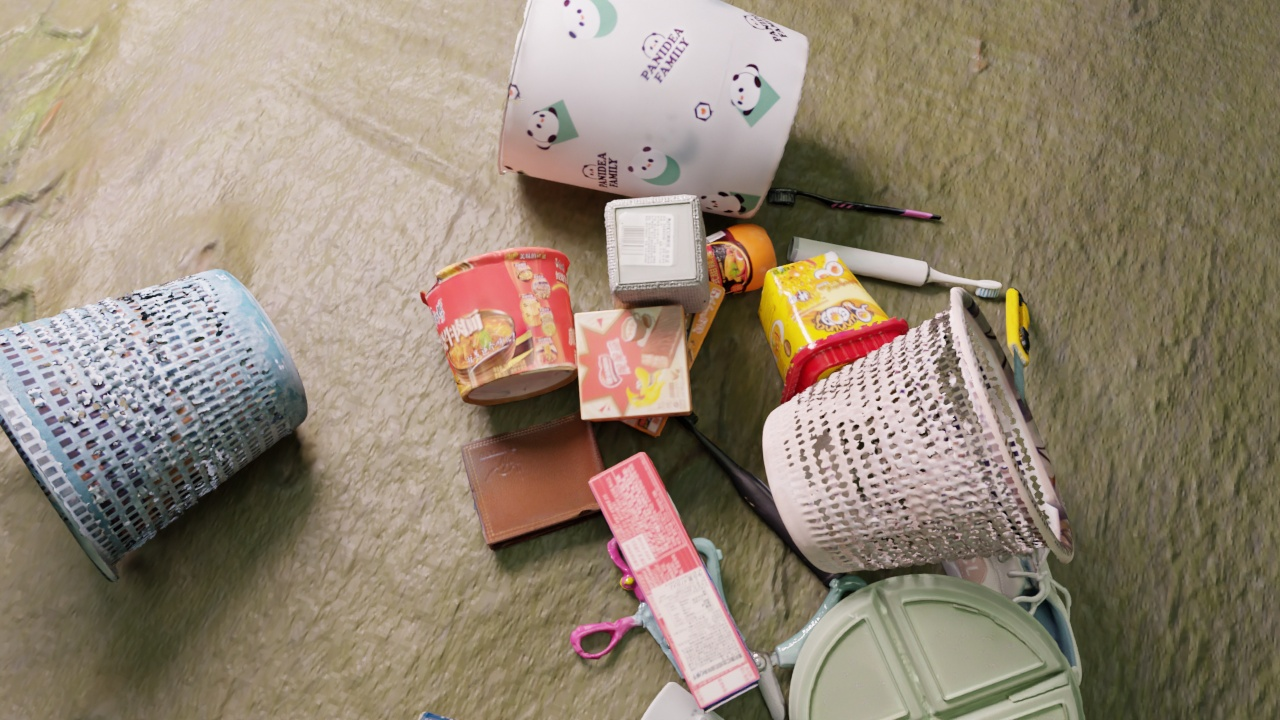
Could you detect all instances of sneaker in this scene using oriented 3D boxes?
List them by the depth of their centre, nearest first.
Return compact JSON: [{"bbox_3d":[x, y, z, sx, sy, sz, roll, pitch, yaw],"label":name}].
[{"bbox_3d":[0.320,0.175,0.802,0.089,0.091,0.242,-6,68,-9],"label":"sneaker"}]

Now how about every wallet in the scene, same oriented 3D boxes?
[{"bbox_3d":[-0.092,0.105,0.826,0.124,0.032,0.101,-15,67,-12],"label":"wallet"}]

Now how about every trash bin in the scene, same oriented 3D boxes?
[{"bbox_3d":[-0.393,0.032,0.745,0.194,0.227,0.226,-32,74,-30],"label":"trash bin"},{"bbox_3d":[0.218,0.079,0.757,0.193,0.227,0.227,-24,67,26],"label":"trash bin"},{"bbox_3d":[0.012,-0.258,0.886,0.252,0.230,0.229,15,67,-4],"label":"trash bin"}]

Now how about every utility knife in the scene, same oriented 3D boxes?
[{"bbox_3d":[0.353,-0.017,0.851,0.033,0.015,0.230,52,32,-10],"label":"utility knife"}]

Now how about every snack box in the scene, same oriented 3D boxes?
[{"bbox_3d":[0.027,0.181,0.764,0.058,0.057,0.207,-27,78,0],"label":"snack box"},{"bbox_3d":[-0.005,0.005,0.807,0.094,0.077,0.092,-4,86,4],"label":"snack box"},{"bbox_3d":[0.015,-0.012,0.860,0.075,0.026,0.153,25,87,5],"label":"snack box"}]

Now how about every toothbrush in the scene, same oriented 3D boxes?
[{"bbox_3d":[0.105,0.120,0.840,0.212,0.026,0.027,46,48,14],"label":"toothbrush"},{"bbox_3d":[0.261,-0.094,0.940,0.221,0.026,0.026,11,33,-1],"label":"toothbrush"},{"bbox_3d":[0.226,-0.162,0.972,0.189,0.014,0.017,8,77,-2],"label":"toothbrush"}]

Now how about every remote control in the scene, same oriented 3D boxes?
[{"bbox_3d":[0.068,0.331,0.753,0.150,0.021,0.058,34,69,10],"label":"remote control"}]

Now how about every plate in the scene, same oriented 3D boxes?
[{"bbox_3d":[0.234,0.288,0.733,0.230,0.027,0.230,-1,86,13],"label":"plate"}]

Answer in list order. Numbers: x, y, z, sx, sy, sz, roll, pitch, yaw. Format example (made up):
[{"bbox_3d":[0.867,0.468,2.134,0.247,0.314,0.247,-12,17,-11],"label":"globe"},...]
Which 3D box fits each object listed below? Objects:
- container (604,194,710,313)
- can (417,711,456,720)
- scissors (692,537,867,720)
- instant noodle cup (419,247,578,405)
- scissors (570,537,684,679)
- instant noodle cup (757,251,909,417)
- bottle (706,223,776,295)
[{"bbox_3d":[0.015,-0.090,0.794,0.090,0.114,0.090,-4,86,3],"label":"container"},{"bbox_3d":[-0.129,0.322,0.709,0.111,0.075,0.075,15,67,1],"label":"can"},{"bbox_3d":[0.108,0.214,0.790,0.175,0.019,0.170,-34,81,-4],"label":"scissors"},{"bbox_3d":[-0.117,-0.026,0.827,0.137,0.138,0.108,-14,78,-11],"label":"instant noodle cup"},{"bbox_3d":[-0.002,0.219,0.796,0.136,0.017,0.133,-27,76,-19],"label":"scissors"},{"bbox_3d":[0.172,-0.027,0.865,0.116,0.116,0.123,-17,59,-11],"label":"instant noodle cup"},{"bbox_3d":[0.056,-0.087,0.903,0.149,0.067,0.066,-18,70,-4],"label":"bottle"}]
